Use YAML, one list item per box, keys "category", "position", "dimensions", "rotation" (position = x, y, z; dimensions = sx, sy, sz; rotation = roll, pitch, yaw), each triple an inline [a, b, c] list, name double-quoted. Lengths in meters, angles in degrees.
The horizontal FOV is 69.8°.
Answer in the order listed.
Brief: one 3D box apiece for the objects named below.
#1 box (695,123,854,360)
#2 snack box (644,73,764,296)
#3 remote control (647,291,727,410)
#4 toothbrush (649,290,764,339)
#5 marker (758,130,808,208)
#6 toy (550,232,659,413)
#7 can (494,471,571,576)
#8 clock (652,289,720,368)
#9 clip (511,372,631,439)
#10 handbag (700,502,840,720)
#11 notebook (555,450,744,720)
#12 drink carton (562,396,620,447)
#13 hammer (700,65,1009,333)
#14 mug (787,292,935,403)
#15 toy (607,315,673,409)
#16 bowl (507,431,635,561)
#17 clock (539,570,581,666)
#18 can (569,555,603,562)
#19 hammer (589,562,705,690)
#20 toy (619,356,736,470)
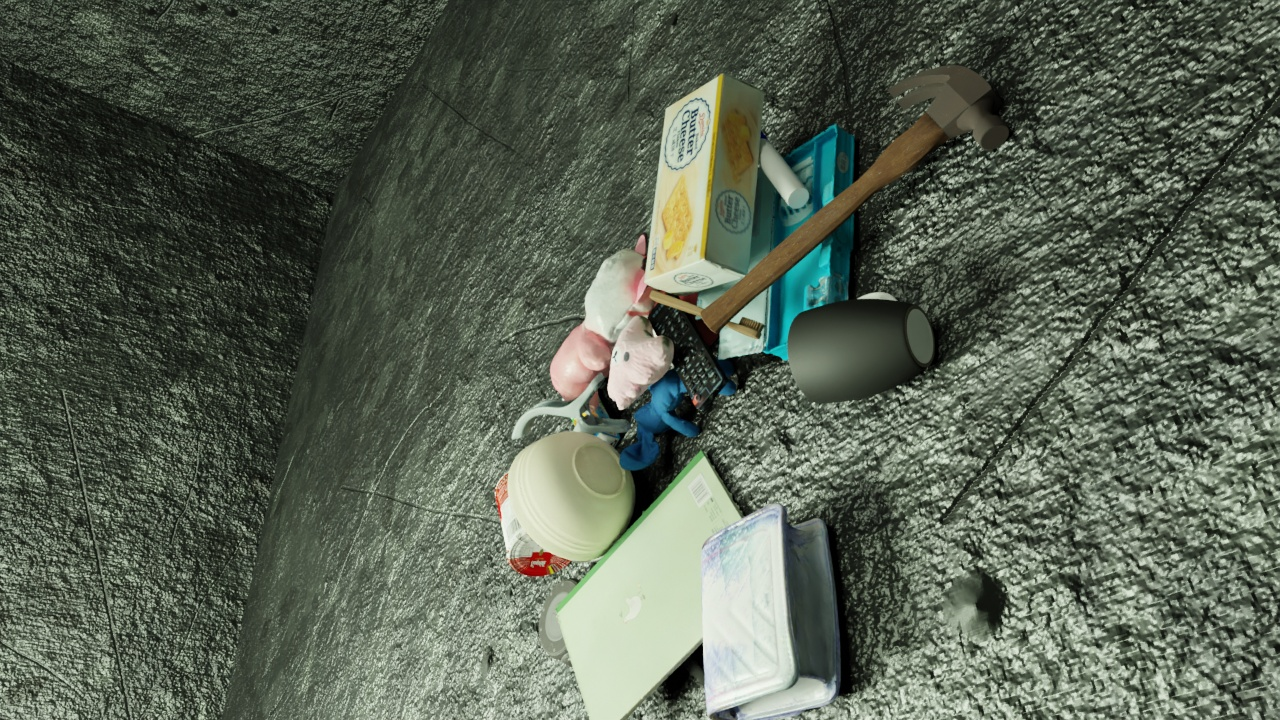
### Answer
- category: "box"
  position: [0.137, -0.109, 0.936]
  dimensions: [0.186, 0.056, 0.226]
  rotation: [-17, 57, 45]
- category: "snack box"
  position: [0.066, -0.180, 0.952]
  dimensions: [0.104, 0.057, 0.207]
  rotation: [-14, 66, 55]
- category: "remote control"
  position: [0.051, -0.013, 0.965]
  dimensions: [0.047, 0.022, 0.150]
  rotation: [-52, 42, 26]
- category: "toothbrush"
  position: [0.064, -0.050, 0.936]
  dimensions: [0.167, 0.016, 0.016]
  rotation: [24, 87, 48]
- category: "marker"
  position: [0.133, -0.197, 0.932]
  dimensions: [0.027, 0.023, 0.133]
  rotation: [-38, 42, 15]
- category: "toy"
  position: [-0.038, -0.047, 1.126]
  dimensions: [0.214, 0.084, 0.141]
  rotation: [-59, 7, 26]
- category: "can"
  position: [-0.133, 0.201, 1.159]
  dimensions: [0.087, 0.086, 0.116]
  rotation: [-56, 31, 22]
- category: "clock"
  position: [0.053, -0.051, 1.045]
  dimensions: [0.138, 0.048, 0.096]
  rotation: [-58, 31, 19]
- category: "clip"
  position: [-0.097, 0.062, 1.105]
  dimensions: [0.164, 0.107, 0.027]
  rotation: [-21, 10, 32]
- category: "handbag"
  position: [0.104, 0.214, 0.774]
  dimensions: [0.127, 0.069, 0.158]
  rotation: [-37, 42, 43]
- category: "notebook"
  position: [0.013, 0.232, 0.926]
  dimensions: [0.253, 0.010, 0.182]
  rotation: [-49, 35, 13]
- category: "drink carton"
  position: [-0.065, 0.072, 1.173]
  dimensions: [0.044, 0.038, 0.129]
  rotation: [-58, 32, 19]
- category: "hammer"
  position: [0.180, -0.138, 0.839]
  dimensions: [0.324, 0.033, 0.115]
  rotation: [-41, 44, 20]
- category: "mug"
  position: [0.195, -0.022, 0.775]
  dimensions: [0.100, 0.085, 0.118]
  rotation: [-13, 30, 42]
- category: "toy"
  position: [-0.006, 0.006, 0.978]
  dimensions: [0.096, 0.052, 0.099]
  rotation: [-61, 28, 11]
- category: "bowl"
  position: [-0.063, 0.137, 1.014]
  dimensions: [0.076, 0.150, 0.150]
  rotation: [-44, 38, 39]
- category: "clock"
  position: [-0.072, 0.297, 1.040]
  dimensions: [0.123, 0.043, 0.091]
  rotation: [28, 93, 59]
- category: "can"
  position: [-0.068, 0.177, 1.089]
  dimensions: [0.063, 0.063, 0.114]
  rotation: [-43, 39, 38]
- category: "hammer"
  position: [0.019, 0.270, 0.939]
  dimensions: [0.325, 0.015, 0.095]
  rotation: [24, 93, 61]
- category: "toy"
  position: [0.029, 0.056, 1.003]
  dimensions: [0.177, 0.071, 0.112]
  rotation: [-43, 27, 38]
